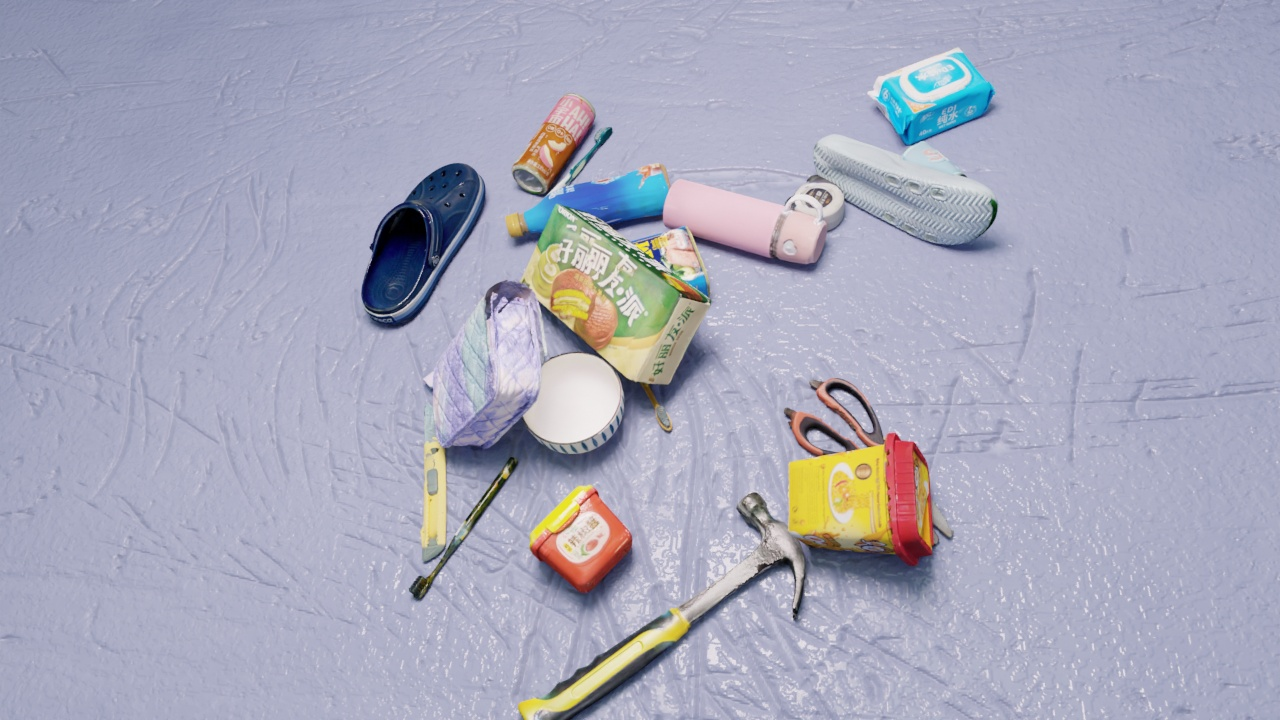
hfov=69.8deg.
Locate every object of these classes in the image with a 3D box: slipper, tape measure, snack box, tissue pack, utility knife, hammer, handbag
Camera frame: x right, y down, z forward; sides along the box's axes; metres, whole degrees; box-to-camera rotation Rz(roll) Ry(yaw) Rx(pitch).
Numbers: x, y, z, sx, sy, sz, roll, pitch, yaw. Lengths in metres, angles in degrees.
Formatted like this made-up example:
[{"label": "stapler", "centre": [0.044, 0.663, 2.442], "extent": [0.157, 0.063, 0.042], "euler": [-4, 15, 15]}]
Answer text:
[{"label": "slipper", "centre": [0.321, -0.218, 1.113], "extent": [0.245, 0.104, 0.074], "euler": [32, 67, 33]}, {"label": "tape measure", "centre": [0.223, -0.194, 1.153], "extent": [0.065, 0.033, 0.066], "euler": [-43, 59, -13]}, {"label": "snack box", "centre": [-0.059, 0.188, 0.952], "extent": [0.080, 0.082, 0.091], "euler": [42, 74, 15]}, {"label": "snack box", "centre": [-0.035, -0.080, 1.068], "extent": [0.240, 0.063, 0.115], "euler": [41, 112, 37]}, {"label": "tissue pack", "centre": [0.379, -0.347, 1.198], "extent": [0.140, 0.063, 0.090], "euler": [-22, 57, -3]}, {"label": "slipper", "centre": [-0.297, -0.167, 1.205], "extent": [0.105, 0.095, 0.252], "euler": [16, 67, 17]}, {"label": "utility knife", "centre": [-0.238, 0.135, 1.056], "extent": [0.031, 0.021, 0.198], "euler": [-8, 53, -1]}, {"label": "hammer", "centre": [0.026, 0.269, 0.910], "extent": [0.323, 0.032, 0.126], "euler": [-34, 58, -10]}, {"label": "handbag", "centre": [-0.169, 0.013, 1.016], "extent": [0.075, 0.194, 0.134], "euler": [4, 65, -30]}]

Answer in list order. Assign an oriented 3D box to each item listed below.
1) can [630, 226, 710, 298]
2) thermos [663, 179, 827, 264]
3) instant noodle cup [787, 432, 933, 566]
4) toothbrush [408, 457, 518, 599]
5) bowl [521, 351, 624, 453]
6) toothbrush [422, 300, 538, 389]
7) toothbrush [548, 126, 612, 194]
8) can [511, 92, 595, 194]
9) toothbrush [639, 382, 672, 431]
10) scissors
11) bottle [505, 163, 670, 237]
[{"label": "can", "centre": [0.032, -0.110, 1.126], "extent": [0.083, 0.057, 0.102], "euler": [-17, 58, -2]}, {"label": "thermos", "centre": [0.130, -0.178, 1.131], "extent": [0.199, 0.087, 0.067], "euler": [19, 39, 23]}, {"label": "instant noodle cup", "centre": [0.215, 0.139, 0.903], "extent": [0.124, 0.116, 0.116], "euler": [-7, 66, 25]}, {"label": "toothbrush", "centre": [-0.194, 0.181, 1.014], "extent": [0.012, 0.017, 0.185], "euler": [13, 59, 44]}, {"label": "bowl", "centre": [-0.072, 0.056, 1.038], "extent": [0.116, 0.066, 0.116], "euler": [-5, 59, 9]}, {"label": "toothbrush", "centre": [-0.191, -0.029, 1.142], "extent": [0.189, 0.021, 0.029], "euler": [-40, 28, -15]}, {"label": "toothbrush", "centre": [-0.097, -0.259, 1.266], "extent": [0.018, 0.016, 0.191], "euler": [22, 65, 33]}, {"label": "can", "centre": [-0.119, -0.300, 1.270], "extent": [0.058, 0.058, 0.147], "euler": [20, 65, 21]}, {"label": "toothbrush", "centre": [-0.006, 0.006, 1.084], "extent": [0.016, 0.018, 0.191], "euler": [-25, 58, -7]}, {"label": "scissors", "centre": [0.238, 0.110, 0.976], "extent": [0.197, 0.015, 0.205], "euler": [2, 59, 11]}, {"label": "bottle", "centre": [-0.067, -0.200, 1.194], "extent": [0.219, 0.065, 0.065], "euler": [-14, 57, 2]}]
